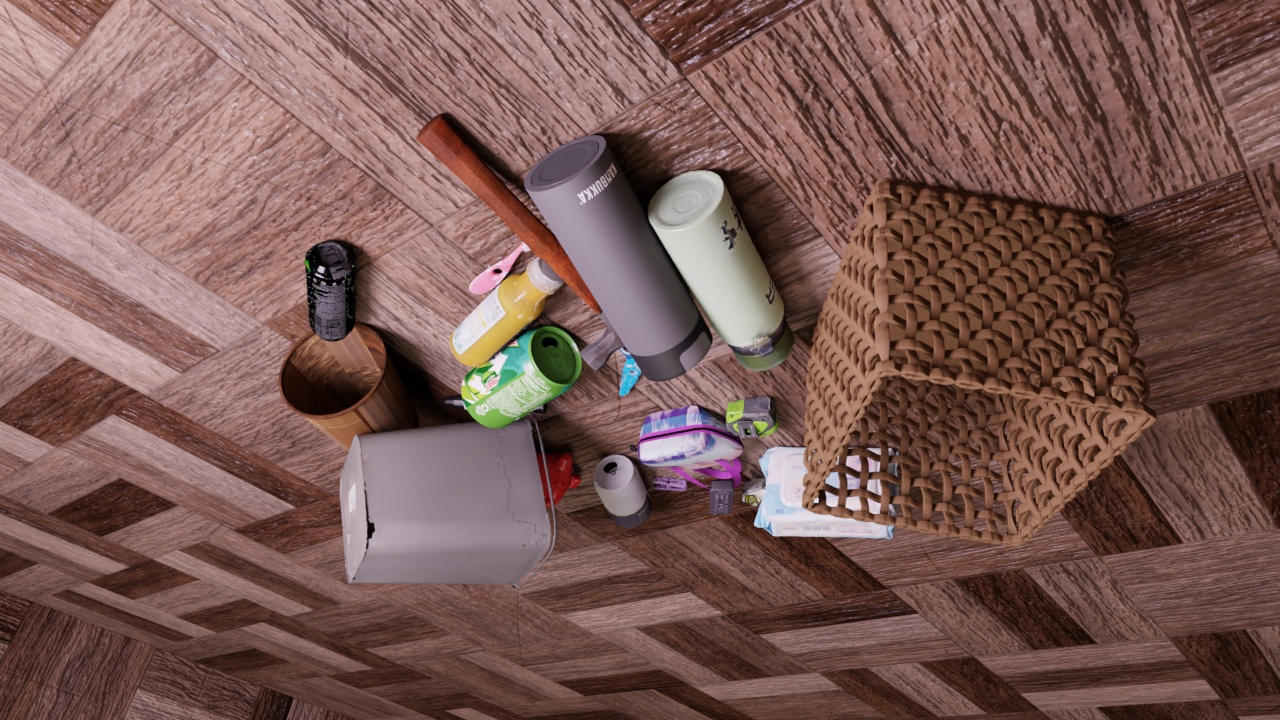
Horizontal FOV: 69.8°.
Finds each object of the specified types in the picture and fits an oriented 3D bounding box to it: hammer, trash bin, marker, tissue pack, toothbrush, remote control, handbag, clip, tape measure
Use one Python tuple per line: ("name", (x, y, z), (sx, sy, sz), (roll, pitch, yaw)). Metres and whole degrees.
("hammer", (-0.100, -0.121, 0.901), (0.111, 0.028, 0.300), (-43, 119, 4))
("trash bin", (-0.249, 0.182, 1.152), (0.219, 0.197, 0.198), (1, 148, -27))
("marker", (-0.196, 0.057, 1.210), (0.146, 0.019, 0.019), (2, 144, 10))
("tissue pack", (0.238, 0.167, 1.179), (0.182, 0.111, 0.070), (-1, 145, 15))
("toothbrush", (-0.148, -0.100, 0.983), (0.021, 0.016, 0.135), (34, 138, -23))
("remote control", (0.111, 0.190, 1.265), (0.032, 0.015, 0.136), (-1, 157, 3))
("handbag", (0.078, 0.131, 1.219), (0.145, 0.067, 0.170), (-13, 145, 28))
("clip", (0.041, 0.182, 1.334), (0.052, 0.014, 0.041), (16, 144, -5))
("tape measure", (0.138, 0.075, 1.140), (0.066, 0.035, 0.059), (-8, 141, 23))

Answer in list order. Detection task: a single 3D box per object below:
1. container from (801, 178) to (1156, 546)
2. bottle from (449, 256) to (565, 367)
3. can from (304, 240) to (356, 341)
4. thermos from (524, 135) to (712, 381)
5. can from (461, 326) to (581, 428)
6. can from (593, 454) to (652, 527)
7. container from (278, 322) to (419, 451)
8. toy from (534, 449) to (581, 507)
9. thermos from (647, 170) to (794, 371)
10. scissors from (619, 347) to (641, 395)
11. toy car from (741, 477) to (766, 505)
("container", (0.290, 0.008, 0.857), (0.219, 0.213, 0.252), (10, 145, 0))
("bottle", (-0.145, -0.055, 1.011), (0.053, 0.053, 0.187), (29, 138, -25))
("can", (-0.348, -0.076, 1.032), (0.054, 0.053, 0.138), (15, 145, -8))
("thermos", (-0.014, -0.089, 0.873), (0.082, 0.082, 0.240), (-12, 129, 27))
("can", (-0.142, 0.020, 1.091), (0.083, 0.082, 0.144), (32, 139, -28))
("can", (-0.027, 0.185, 1.307), (0.064, 0.064, 0.127), (-1, 143, 15))
("container", (-0.355, 0.052, 1.158), (0.132, 0.132, 0.167), (3, 150, 10))
("toy", (-0.140, 0.152, 1.311), (0.132, 0.094, 0.088), (13, 109, -44))
("thermos", (0.089, -0.076, 0.903), (0.082, 0.082, 0.231), (-9, 140, 24))
("scissors", (-0.007, 0.006, 1.103), (0.066, 0.015, 0.135), (14, 147, -7))
("toy car", (0.190, 0.174, 1.259), (0.106, 0.047, 0.033), (-7, 109, 20))
